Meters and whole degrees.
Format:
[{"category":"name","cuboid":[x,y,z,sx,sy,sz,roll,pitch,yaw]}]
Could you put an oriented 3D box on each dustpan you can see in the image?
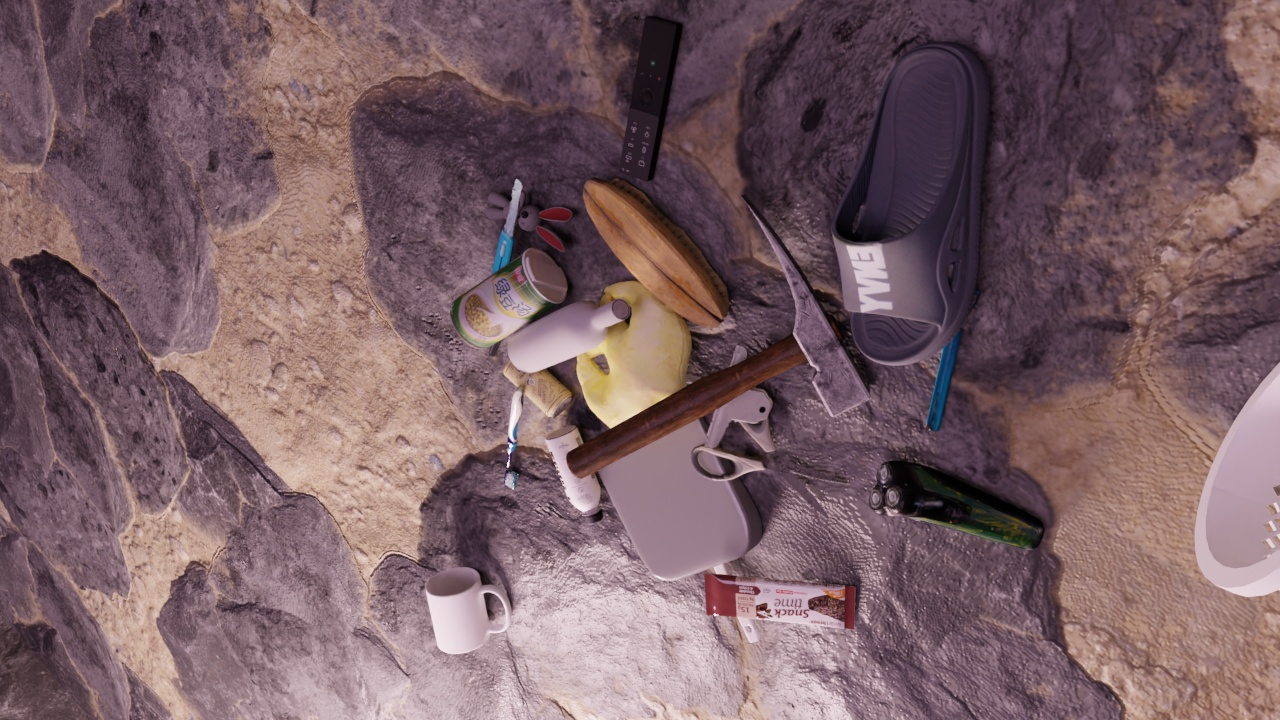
[{"category":"dustpan","cuboid":[0.065,0.197,1.017,0.164,0.033,0.257,-30,83,37]}]

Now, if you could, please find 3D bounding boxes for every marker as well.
[{"category":"marker","cuboid":[-0.150,-0.062,1.062,0.011,0.011,0.152,38,126,15]}]

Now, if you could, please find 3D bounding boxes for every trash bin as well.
[{"category":"trash bin","cuboid":[0.515,0.103,0.592,0.200,0.194,0.196,25,122,12]}]

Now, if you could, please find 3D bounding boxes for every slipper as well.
[{"category":"slipper","cuboid":[0.213,-0.116,0.740,0.111,0.083,0.268,22,118,41]}]

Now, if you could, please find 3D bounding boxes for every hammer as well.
[{"category":"hammer","cuboid":[0.037,0.005,0.878,0.301,0.037,0.217,-29,96,17]}]

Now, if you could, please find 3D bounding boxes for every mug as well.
[{"category":"mug","cuboid":[-0.231,0.340,1.253,0.110,0.073,0.090,-4,109,8]}]

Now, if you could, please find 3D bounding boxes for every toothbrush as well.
[{"category":"toothbrush","cuboid":[-0.150,0.096,1.101,0.017,0.016,0.189,25,136,11]}]

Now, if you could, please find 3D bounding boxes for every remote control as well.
[{"category":"remote control","cuboid":[0.008,-0.248,0.877,0.034,0.013,0.150,25,121,23]}]

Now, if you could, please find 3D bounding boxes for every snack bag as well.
[{"category":"snack bag","cuboid":[0.146,0.255,0.971,0.158,0.013,0.057,2,115,15]}]

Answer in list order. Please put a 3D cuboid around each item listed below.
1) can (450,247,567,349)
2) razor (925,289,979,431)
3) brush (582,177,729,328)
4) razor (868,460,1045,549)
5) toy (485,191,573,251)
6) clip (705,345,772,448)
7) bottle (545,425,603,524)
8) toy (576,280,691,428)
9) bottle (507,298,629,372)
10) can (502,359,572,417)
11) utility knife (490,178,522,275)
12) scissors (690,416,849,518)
[{"category":"can","cuboid":[-0.144,-0.067,1.008,0.121,0.067,0.067,-29,92,28]},{"category":"razor","cuboid":[0.268,-0.002,0.804,0.042,0.022,0.144,29,130,42]},{"category":"brush","cuboid":[0.016,-0.110,0.910,0.195,0.043,0.059,47,128,7]},{"category":"razor","cuboid":[0.283,0.136,0.824,0.151,0.067,0.054,19,108,17]},{"category":"toy","cuboid":[-0.120,-0.154,0.991,0.112,0.030,0.049,22,109,24]},{"category":"clip","cuboid":[0.096,0.041,0.914,0.052,0.057,0.102,31,110,42]},{"category":"bottle","cuboid":[-0.073,0.136,1.074,0.041,0.041,0.116,-13,102,37]},{"category":"toy","cuboid":[-0.006,0.006,0.960,0.155,0.064,0.171,46,125,31]},{"category":"bottle","cuboid":[-0.073,-0.030,0.964,0.196,0.052,0.052,-19,98,54]},{"category":"can","cuboid":[-0.118,0.027,1.060,0.079,0.038,0.038,42,126,12]},{"category":"utility knife","cuboid":[-0.149,-0.130,1.005,0.022,0.015,0.179,29,137,10]},{"category":"scissors","cuboid":[0.123,0.097,0.936,0.166,0.012,0.157,-19,92,26]}]
